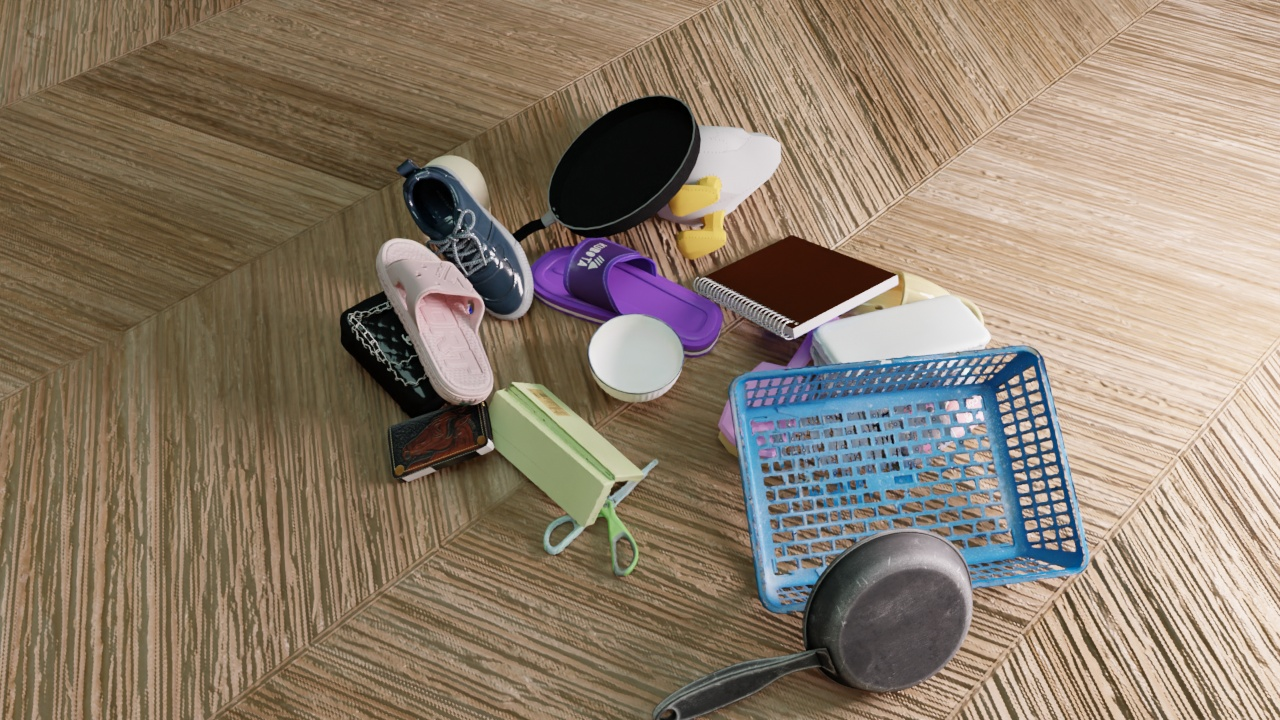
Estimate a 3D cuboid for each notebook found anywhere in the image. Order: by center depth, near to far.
[{"bbox_3d":[0.192,-0.099,1.180,0.171,0.022,0.209,-27,32,-19],"label":"notebook"}]

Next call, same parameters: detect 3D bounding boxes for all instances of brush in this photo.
[{"bbox_3d":[0.180,0.030,1.135,0.089,0.043,0.228,31,63,15],"label":"brush"}]

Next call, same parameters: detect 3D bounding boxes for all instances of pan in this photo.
[{"bbox_3d":[0.178,0.294,0.924,0.356,0.187,0.055,-26,22,-5],"label":"pan"},{"bbox_3d":[-0.075,-0.218,1.220,0.357,0.034,0.225,-35,45,10],"label":"pan"}]

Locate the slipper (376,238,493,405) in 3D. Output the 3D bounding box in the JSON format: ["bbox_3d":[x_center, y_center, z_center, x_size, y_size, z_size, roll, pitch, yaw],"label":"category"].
[{"bbox_3d":[-0.230,-0.059,1.070,0.094,0.065,0.239,-4,56,-43],"label":"slipper"}]

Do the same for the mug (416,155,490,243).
[{"bbox_3d":[-0.263,-0.217,1.246,0.096,0.100,0.120,29,60,15],"label":"mug"}]

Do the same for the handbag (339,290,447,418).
[{"bbox_3d":[-0.271,-0.027,1.104,0.153,0.115,0.124,43,60,10],"label":"handbag"}]

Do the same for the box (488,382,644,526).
[{"bbox_3d":[-0.099,0.109,1.074,0.188,0.091,0.083,39,100,28],"label":"box"}]

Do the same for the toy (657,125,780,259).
[{"bbox_3d":[0.073,-0.272,1.280,0.247,0.141,0.267,-10,47,5],"label":"toy"}]

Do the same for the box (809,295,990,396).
[{"bbox_3d":[0.312,-0.027,1.101,0.215,0.083,0.122,-19,83,-11],"label":"box"}]

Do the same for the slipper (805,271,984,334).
[{"bbox_3d":[0.323,-0.065,1.191,0.261,0.079,0.111,8,60,3],"label":"slipper"}]

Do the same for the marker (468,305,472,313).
[{"bbox_3d":[-0.284,-0.049,1.182,0.133,0.023,0.027,-17,67,-13],"label":"marker"}]

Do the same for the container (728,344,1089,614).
[{"bbox_3d":[0.283,0.131,1.021,0.362,0.089,0.257,-5,76,-6],"label":"container"}]

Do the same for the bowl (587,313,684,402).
[{"bbox_3d":[-0.007,0.007,1.136,0.118,0.062,0.118,1,56,-2],"label":"bowl"}]

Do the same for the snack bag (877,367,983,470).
[{"bbox_3d":[0.364,0.069,1.127,0.155,0.018,0.074,-29,87,-20],"label":"snack bag"}]

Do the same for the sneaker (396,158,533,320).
[{"bbox_3d":[-0.221,-0.152,1.161,0.089,0.087,0.235,-35,96,11],"label":"sneaker"}]

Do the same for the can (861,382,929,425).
[{"bbox_3d":[0.318,0.045,1.144,0.095,0.032,0.032,-33,64,-21],"label":"can"}]

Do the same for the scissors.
[{"bbox_3d":[-0.046,0.169,1.057,0.160,0.025,0.171,-11,54,-2],"label":"scissors"}]

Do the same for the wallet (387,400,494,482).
[{"bbox_3d":[-0.234,0.091,1.072,0.123,0.019,0.072,-20,63,8],"label":"wallet"}]

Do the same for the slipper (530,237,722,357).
[{"bbox_3d":[-0.018,-0.099,1.191,0.266,0.084,0.107,24,59,12],"label":"slipper"}]
